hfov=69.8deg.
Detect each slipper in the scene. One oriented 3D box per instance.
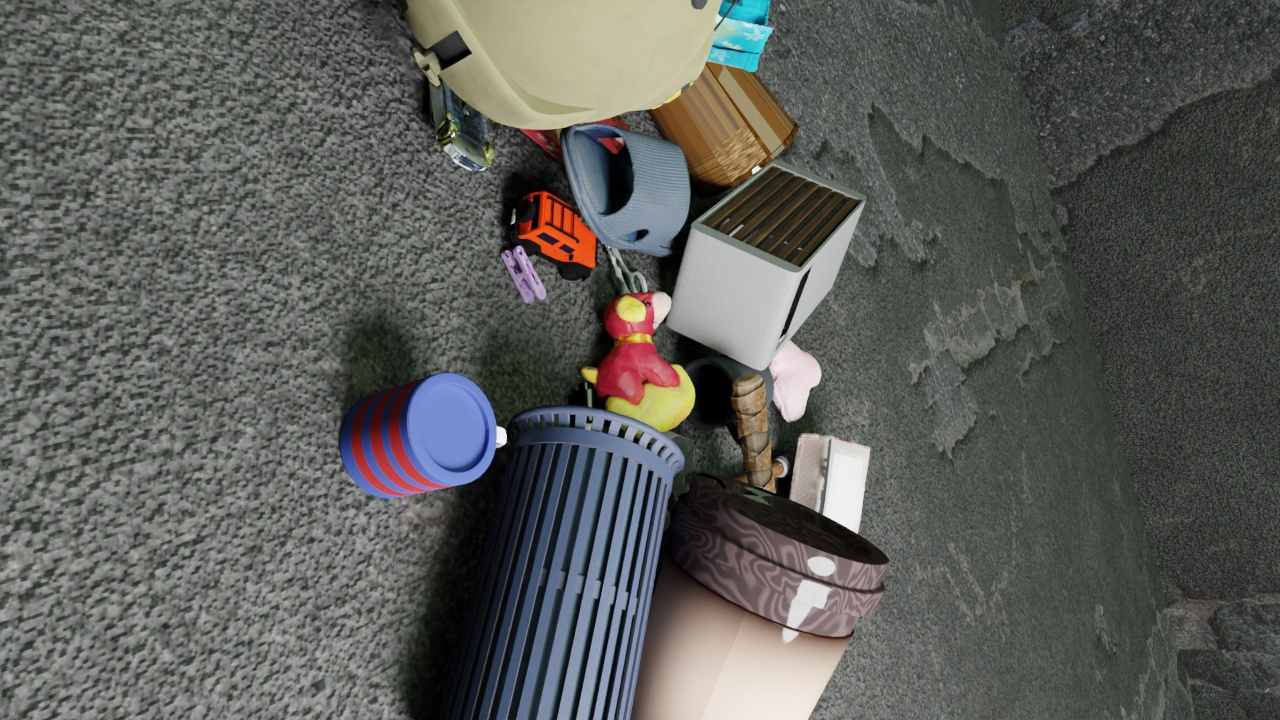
[{"bbox_3d":[0.014,-0.153,0.852,0.263,0.083,0.101,12,67,-67],"label":"slipper"}]

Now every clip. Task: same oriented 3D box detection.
[{"bbox_3d":[-0.097,-0.074,0.776,0.053,0.037,0.013,51,40,-8],"label":"clip"}]

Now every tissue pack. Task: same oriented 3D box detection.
[{"bbox_3d":[0.201,0.177,1.031,0.103,0.071,0.181,17,77,-46],"label":"tissue pack"}]

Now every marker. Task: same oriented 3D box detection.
[{"bbox_3d":[-0.044,0.081,0.791,0.025,0.025,0.125,10,70,-50],"label":"marker"}]

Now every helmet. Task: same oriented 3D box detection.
[{"bbox_3d":[-0.064,-0.280,0.670,0.250,0.256,0.232,55,40,-23],"label":"helmet"}]

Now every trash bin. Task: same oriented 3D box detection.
[{"bbox_3d":[-0.057,0.173,0.653,0.139,0.140,0.249,37,53,-39],"label":"trash bin"},{"bbox_3d":[0.136,-0.108,0.970,0.228,0.114,0.115,-43,154,-49],"label":"trash bin"}]

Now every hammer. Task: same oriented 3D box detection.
[{"bbox_3d":[0.107,0.128,0.959,0.321,0.043,0.156,-9,85,-55],"label":"hammer"},{"bbox_3d":[0.123,0.168,0.893,0.121,0.049,0.319,-30,116,-53],"label":"hammer"}]

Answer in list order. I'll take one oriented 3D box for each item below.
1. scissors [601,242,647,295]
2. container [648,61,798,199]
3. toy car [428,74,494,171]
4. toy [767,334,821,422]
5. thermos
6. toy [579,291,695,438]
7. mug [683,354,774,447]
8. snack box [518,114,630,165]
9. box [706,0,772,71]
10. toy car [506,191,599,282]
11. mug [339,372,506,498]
[{"bbox_3d":[-0.030,-0.099,0.873,0.172,0.014,0.090,55,39,-34],"label":"scissors"},{"bbox_3d":[0.068,-0.281,0.981,0.167,0.132,0.131,52,43,-19],"label":"container"},{"bbox_3d":[-0.149,-0.197,0.742,0.048,0.033,0.105,26,43,-49],"label":"toy car"},{"bbox_3d":[0.171,0.011,1.064,0.096,0.053,0.098,56,43,-20],"label":"toy"},{"bbox_3d":[0.074,0.226,0.723,0.172,0.173,0.226,17,97,-48],"label":"thermos"},{"bbox_3d":[-0.005,0.005,0.838,0.105,0.067,0.137,-5,78,-26],"label":"toy"},{"bbox_3d":[0.095,0.044,0.931,0.077,0.071,0.105,-10,65,-53],"label":"mug"},{"bbox_3d":[-0.064,-0.226,0.874,0.133,0.021,0.089,34,53,-40],"label":"snack box"},{"bbox_3d":[0.008,-0.326,0.851,0.172,0.227,0.084,-84,-174,-61],"label":"box"},{"bbox_3d":[-0.071,-0.110,0.802,0.100,0.049,0.051,24,59,-45],"label":"toy car"},{"bbox_3d":[-0.139,0.054,0.638,0.111,0.076,0.075,9,71,-50],"label":"mug"}]
